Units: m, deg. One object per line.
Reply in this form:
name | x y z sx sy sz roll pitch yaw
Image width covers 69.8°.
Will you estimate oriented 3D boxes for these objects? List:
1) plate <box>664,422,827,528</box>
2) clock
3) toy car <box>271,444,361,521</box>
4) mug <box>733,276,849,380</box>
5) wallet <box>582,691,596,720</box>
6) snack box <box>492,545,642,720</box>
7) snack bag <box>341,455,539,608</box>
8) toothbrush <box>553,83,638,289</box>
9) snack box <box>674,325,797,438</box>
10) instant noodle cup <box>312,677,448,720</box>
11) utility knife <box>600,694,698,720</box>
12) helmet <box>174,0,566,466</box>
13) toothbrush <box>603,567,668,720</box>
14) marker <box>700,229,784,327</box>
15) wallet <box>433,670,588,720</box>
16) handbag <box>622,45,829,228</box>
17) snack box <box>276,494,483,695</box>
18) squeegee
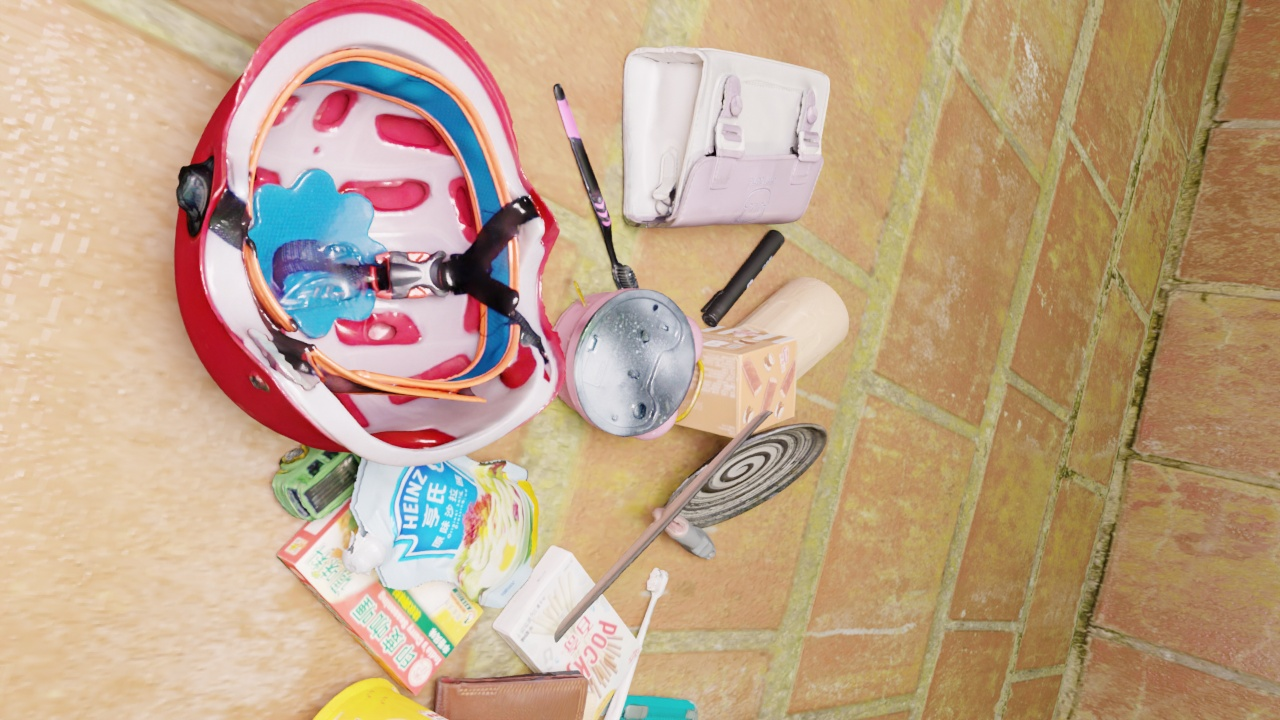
plate | 0.097 0.107 0.878 0.179 0.024 0.180 -21 150 -13
clock | -0.004 0.004 0.747 0.158 0.060 0.117 23 85 -36
toy car | -0.189 0.062 0.585 0.091 0.036 0.043 -50 132 -34
mug | 0.143 -0.011 0.934 0.103 0.084 0.125 -37 152 -37
wallet | -0.098 0.309 0.747 0.115 0.024 0.087 17 89 -33
snack box | -0.059 0.238 0.789 0.084 0.027 0.157 -52 132 -28
snack bag | -0.132 0.106 0.628 0.191 0.039 0.110 41 59 -58
toothbrush | -0.034 -0.130 0.731 0.014 0.018 0.189 -42 128 -33
snack box | 0.080 0.017 0.843 0.094 0.093 0.077 -16 110 -47
instant noodle cup | -0.154 0.291 0.599 0.138 0.110 0.138 11 89 -70
utility knife | -0.004 0.340 0.890 0.216 0.013 0.029 27 76 -45
helmet | -0.159 -0.061 0.507 0.206 0.144 0.240 -6 90 -49
toothbrush | -0.010 0.281 0.859 0.016 0.016 0.179 35 68 -38
marker | 0.101 -0.083 0.902 0.022 0.020 0.131 47 61 -12
wallet | -0.103 0.291 0.710 0.124 0.032 0.101 8 94 -31
handbag | 0.078 -0.187 0.792 0.196 0.098 0.145 -12 114 -47
snack box | -0.173 0.155 0.632 0.076 0.027 0.156 -50 133 -30
squeegee | 0.036 0.156 0.836 0.247 0.040 0.249 -47 158 -3
